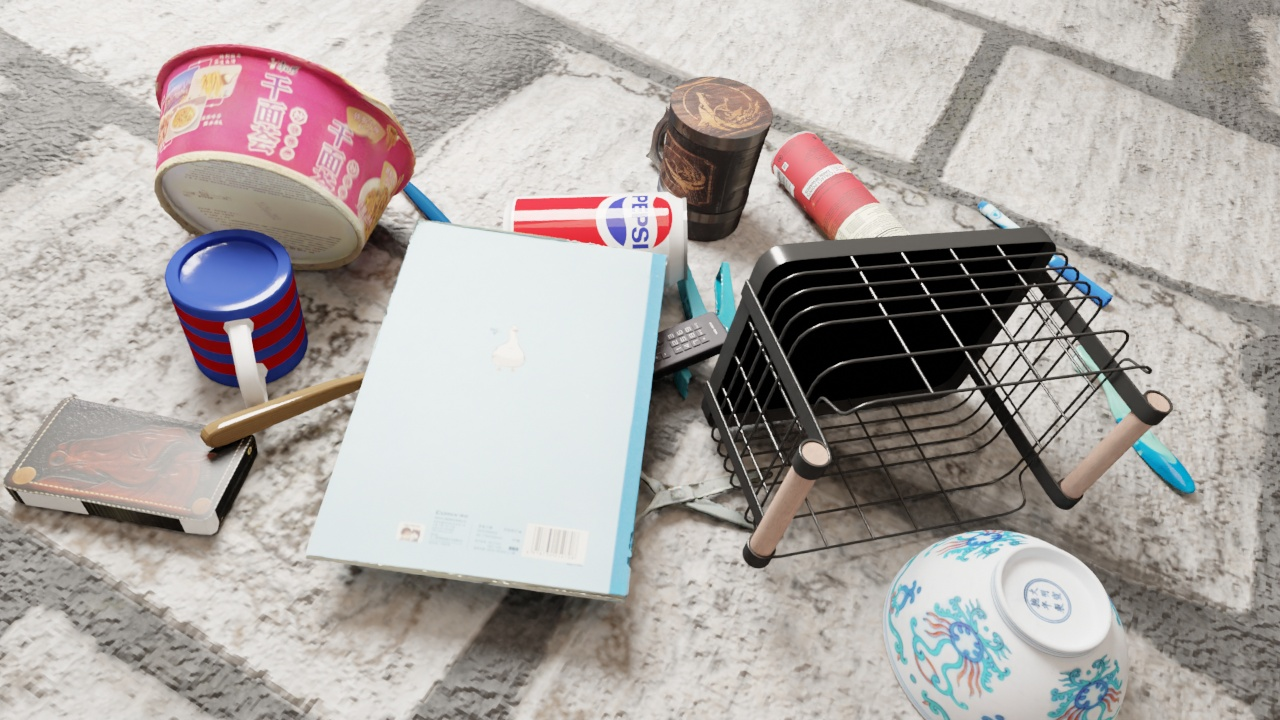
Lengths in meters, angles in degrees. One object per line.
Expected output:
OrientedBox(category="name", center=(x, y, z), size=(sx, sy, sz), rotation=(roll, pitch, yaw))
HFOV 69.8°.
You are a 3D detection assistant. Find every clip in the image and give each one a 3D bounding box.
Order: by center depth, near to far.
OrientedBox(category="clip", center=(0.037, -0.018, 0.681), size=(0.121, 0.031, 0.130), rotation=(-21, 57, -19))

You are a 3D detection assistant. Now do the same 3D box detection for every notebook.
OrientedBox(category="notebook", center=(-0.082, 0.018, 0.576), size=(0.181, 0.009, 0.252), rotation=(8, 56, 0))

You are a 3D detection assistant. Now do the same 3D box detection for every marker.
OrientedBox(category="marker", center=(0.351, -0.096, 0.802), size=(0.013, 0.013, 0.142), rotation=(-27, 59, -27))

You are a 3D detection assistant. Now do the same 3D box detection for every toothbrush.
OrientedBox(category="toothbrush", center=(-0.203, 0.019, 0.601), size=(0.166, 0.016, 0.016), rotation=(-25, 51, -37))
OrientedBox(category="toothbrush", center=(0.367, 0.044, 0.689), size=(0.022, 0.017, 0.135), rotation=(-12, 56, -19))
OrientedBox(category="toothbrush", center=(-0.191, -0.143, 0.752), size=(0.014, 0.014, 0.167), rotation=(-24, 59, -39))

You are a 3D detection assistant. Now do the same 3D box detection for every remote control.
OrientedBox(category="remote control", center=(-0.004, 0.004, 0.641), size=(0.136, 0.015, 0.032), rotation=(-22, 51, -7))

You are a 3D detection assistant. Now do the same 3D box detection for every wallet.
OrientedBox(category="wallet", center=(-0.307, 0.063, 0.558), size=(0.123, 0.019, 0.072), rotation=(11, 49, 0))

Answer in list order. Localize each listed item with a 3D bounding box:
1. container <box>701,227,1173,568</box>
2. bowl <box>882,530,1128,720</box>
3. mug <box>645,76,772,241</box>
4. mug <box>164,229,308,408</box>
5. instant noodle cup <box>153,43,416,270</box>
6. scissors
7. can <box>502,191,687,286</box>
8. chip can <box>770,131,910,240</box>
OrientedBox(category="container", center=(0.167, 0.026, 0.566), size=(0.241, 0.163, 0.130), rotation=(-6, 52, -18))
OrientedBox(category="bowl", center=(0.224, 0.153, 0.535), size=(0.144, 0.074, 0.143), rotation=(5, 50, -6))
OrientedBox(category="mug", center=(0.046, -0.174, 0.755), size=(0.079, 0.107, 0.115), rotation=(-23, 58, -26))
OrientedBox(category="mug", center=(-0.259, -0.021, 0.599), size=(0.075, 0.076, 0.111), rotation=(-11, 53, -18))
OrientedBox(category="instant noodle cup", center=(-0.254, -0.128, 0.640), size=(0.178, 0.179, 0.077), rotation=(9, 66, -2))
OrientedBox(category="scissors", center=(0.012, 0.078, 0.597), size=(0.141, 0.014, 0.162), rotation=(-30, 64, -36))
OrientedBox(category="can", center=(-0.032, -0.089, 0.684), size=(0.132, 0.070, 0.070), rotation=(-1, 50, 2))
OrientedBox(category="chip can", center=(0.185, -0.107, 0.759), size=(0.051, 0.052, 0.214), rotation=(-18, 55, -22))
